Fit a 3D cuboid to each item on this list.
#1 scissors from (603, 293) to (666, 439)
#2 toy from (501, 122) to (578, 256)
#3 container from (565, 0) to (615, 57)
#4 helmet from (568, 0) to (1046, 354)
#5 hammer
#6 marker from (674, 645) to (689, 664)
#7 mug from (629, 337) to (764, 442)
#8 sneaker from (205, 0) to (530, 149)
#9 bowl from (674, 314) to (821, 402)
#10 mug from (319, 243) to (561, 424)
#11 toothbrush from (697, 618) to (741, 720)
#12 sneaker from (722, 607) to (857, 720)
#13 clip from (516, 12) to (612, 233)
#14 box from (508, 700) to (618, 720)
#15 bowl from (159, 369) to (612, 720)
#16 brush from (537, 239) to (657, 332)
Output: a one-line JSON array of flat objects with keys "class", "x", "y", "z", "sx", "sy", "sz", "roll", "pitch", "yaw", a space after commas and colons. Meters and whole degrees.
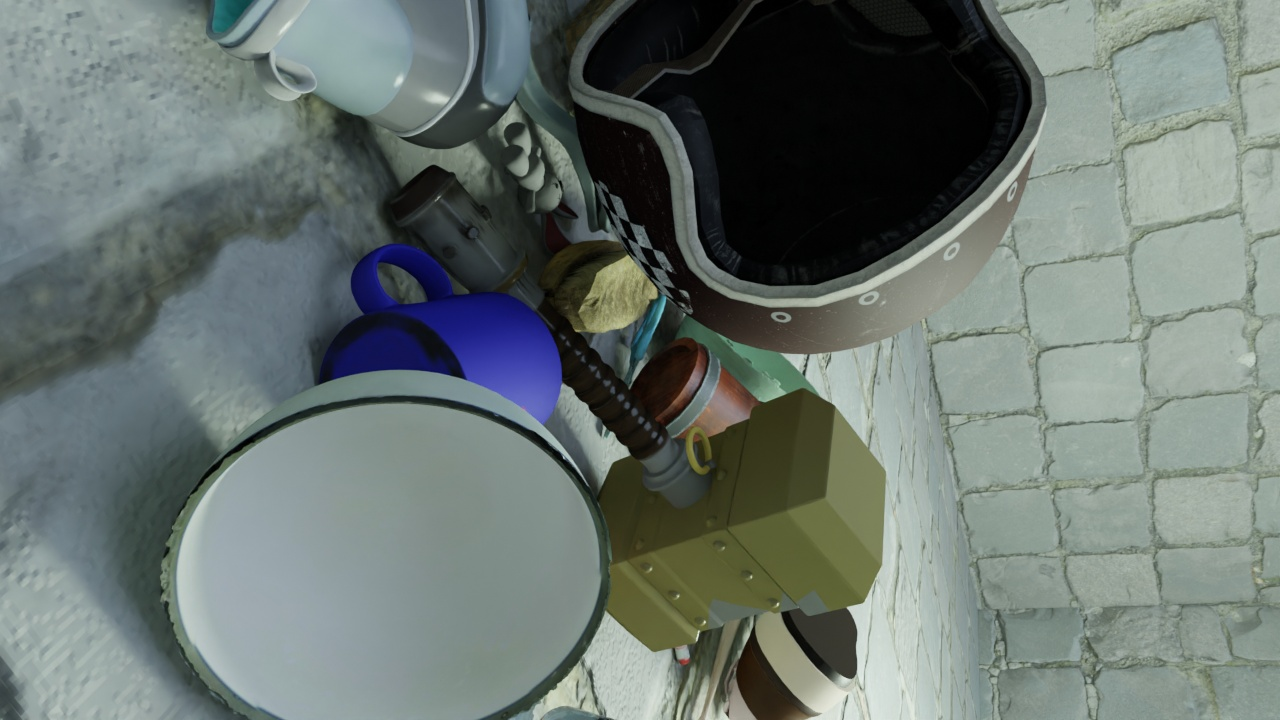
[{"class": "scissors", "x": -0.004, "y": 0.004, "z": 0.699, "sx": 0.015, "sy": 0.056, "sz": 0.136, "roll": 24, "pitch": 57, "yaw": -11}, {"class": "toy", "x": -0.065, "y": -0.109, "z": 0.595, "sx": 0.112, "sy": 0.030, "sz": 0.049, "roll": 63, "pitch": 27, "yaw": -63}, {"class": "container", "x": 0.065, "y": -0.244, "z": 0.702, "sx": 0.249, "sy": 0.186, "sz": 0.158, "roll": -78, "pitch": 151, "yaw": -58}, {"class": "helmet", "x": 0.086, "y": -0.131, "z": 0.469, "sx": 0.233, "sy": 0.234, "sz": 0.253, "roll": -43, "pitch": 124, "yaw": -12}, {"class": "hammer", "x": -0.019, "y": 0.022, "z": 0.533, "sx": 0.325, "sy": 0.191, "sz": 0.100, "roll": 49, "pitch": 36, "yaw": -24}, {"class": "marker", "x": 0.020, "y": 0.174, "z": 0.721, "sx": 0.012, "sy": 0.013, "sz": 0.142, "roll": -36, "pitch": 115, "yaw": -64}, {"class": "mug", "x": 0.042, "y": 0.057, "z": 0.702, "sx": 0.111, "sy": 0.118, "sz": 0.081, "roll": 38, "pitch": 25, "yaw": -23}, {"class": "sneaker", "x": -0.136, "y": -0.233, "z": 0.417, "sx": 0.160, "sy": 0.093, "sz": 0.256, "roll": 3, "pitch": 79, "yaw": -58}, {"class": "bowl", "x": 0.083, "y": 0.020, "z": 0.801, "sx": 0.151, "sy": 0.077, "sz": 0.150, "roll": 36, "pitch": 15, "yaw": -12}, {"class": "mug", "x": -0.098, "y": -0.003, "z": 0.433, "sx": 0.111, "sy": 0.079, "sz": 0.083, "roll": 63, "pitch": 24, "yaw": 1}, {"class": "toothbrush", "x": 0.070, "y": 0.267, "z": 0.804, "sx": 0.180, "sy": 0.016, "sz": 0.018, "roll": -60, "pitch": 143, "yaw": -55}, {"class": "sneaker", "x": 0.130, "y": 0.271, "z": 0.863, "sx": 0.111, "sy": 0.116, "sz": 0.293, "roll": 45, "pitch": 9, "yaw": 2}, {"class": "clip", "x": -0.042, "y": -0.181, "z": 0.608, "sx": 0.164, "sy": 0.169, "sz": 0.031, "roll": 34, "pitch": 34, "yaw": -2}, {"class": "box", "x": -0.048, "y": 0.241, "z": 0.376, "sx": 0.130, "sy": 0.106, "sz": 0.210, "roll": 73, "pitch": 32, "yaw": -55}, {"class": "bowl", "x": -0.092, "y": 0.068, "z": 0.353, "sx": 0.073, "sy": 0.153, "sz": 0.153, "roll": -116, "pitch": -174, "yaw": -64}, {"class": "brush", "x": -0.023, "y": -0.052, "z": 0.638, "sx": 0.195, "sy": 0.043, "sz": 0.059, "roll": -32, "pitch": 129, "yaw": -70}]
